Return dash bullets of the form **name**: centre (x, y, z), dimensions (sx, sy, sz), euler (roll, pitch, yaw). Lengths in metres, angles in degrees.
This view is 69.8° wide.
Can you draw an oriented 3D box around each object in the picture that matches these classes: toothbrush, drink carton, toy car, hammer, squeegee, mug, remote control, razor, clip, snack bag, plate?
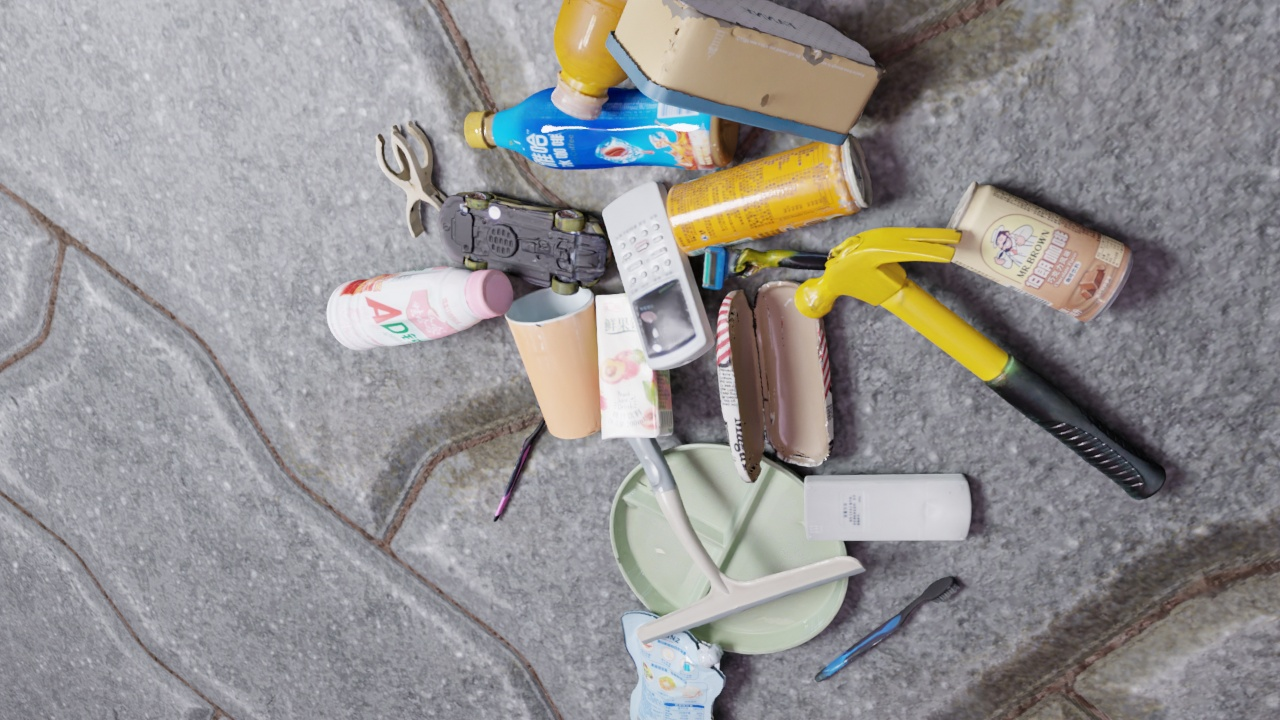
- **toothbrush**: centre (-0.119, 0.095, 0.912), dimensions (0.018, 0.014, 0.190), euler (37, 123, 15)
- **drink carton**: centre (-0.005, 0.005, 0.776), dimensions (0.054, 0.045, 0.122), euler (-5, 85, 22)
- **toy car**: centre (-0.101, -0.105, 0.790), dimensions (0.158, 0.042, 0.070), euler (15, 119, 14)
- **hammer**: centre (0.261, 0.006, 0.669), dimensions (0.300, 0.032, 0.129), euler (36, 147, -8)
- **squeegee**: centre (0.030, 0.120, 0.807), dimensions (0.247, 0.039, 0.246), euler (-29, 89, 32)
- **mug**: centre (-0.067, 0.003, 0.813), dimensions (0.078, 0.078, 0.123), euler (0, 119, 23)
- **remote control**: centre (0.205, 0.123, 0.767), dimensions (0.135, 0.019, 0.056), euler (-3, 107, 10)
- **toothbrush**: centre (0.223, 0.251, 0.843), dimensions (0.016, 0.014, 0.190), euler (26, 125, -19)
- **razor**: centre (0.119, -0.076, 0.706), dimensions (0.143, 0.022, 0.043), euler (0, 141, 2)
- **clip**: centre (-0.199, -0.159, 0.814), dimensions (0.072, 0.034, 0.100), euler (-8, 119, 25)
- **remote control**: centre (0.012, -0.068, 0.732), dimensions (0.058, 0.021, 0.150), euler (-26, 72, 30)
- **snack bag**: centre (0.033, 0.336, 0.937), dimensions (0.110, 0.038, 0.191), euler (20, 128, 29)
- **plate**: centre (0.080, 0.175, 0.857), dimensions (0.230, 0.027, 0.230), euler (10, 118, 19)

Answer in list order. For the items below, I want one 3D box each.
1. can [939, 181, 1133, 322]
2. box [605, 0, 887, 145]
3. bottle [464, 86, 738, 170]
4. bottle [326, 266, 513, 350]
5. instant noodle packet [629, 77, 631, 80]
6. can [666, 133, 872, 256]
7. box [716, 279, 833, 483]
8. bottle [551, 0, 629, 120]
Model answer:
- **can**: centre (0.272, -0.076, 0.637), dimensions (0.116, 0.058, 0.059), euler (27, 121, 9)
- **box**: centre (0.065, -0.198, 0.596), dimensions (0.184, 0.089, 0.063), euler (3, 130, -29)
- **bottle**: centre (-0.036, -0.180, 0.713), dimensions (0.219, 0.065, 0.065), euler (4, 115, 22)
- **bottle**: centre (-0.197, -0.049, 0.824), dimensions (0.197, 0.068, 0.068), euler (-5, 112, 36)
- **instant noodle packet**: centre (0.017, -0.281, 0.656), dimensions (0.111, 0.044, 0.128), euler (-14, 108, 23)
- **can**: centre (0.095, -0.123, 0.690), dimensions (0.146, 0.058, 0.058), euler (-12, 109, 27)
- **box**: centre (0.103, 0.021, 0.739), dimensions (0.076, 0.086, 0.162), euler (13, 120, 43)
- **bottle**: centre (-0.013, -0.254, 0.614), dimensions (0.068, 0.067, 0.190), euler (30, 122, 7)
